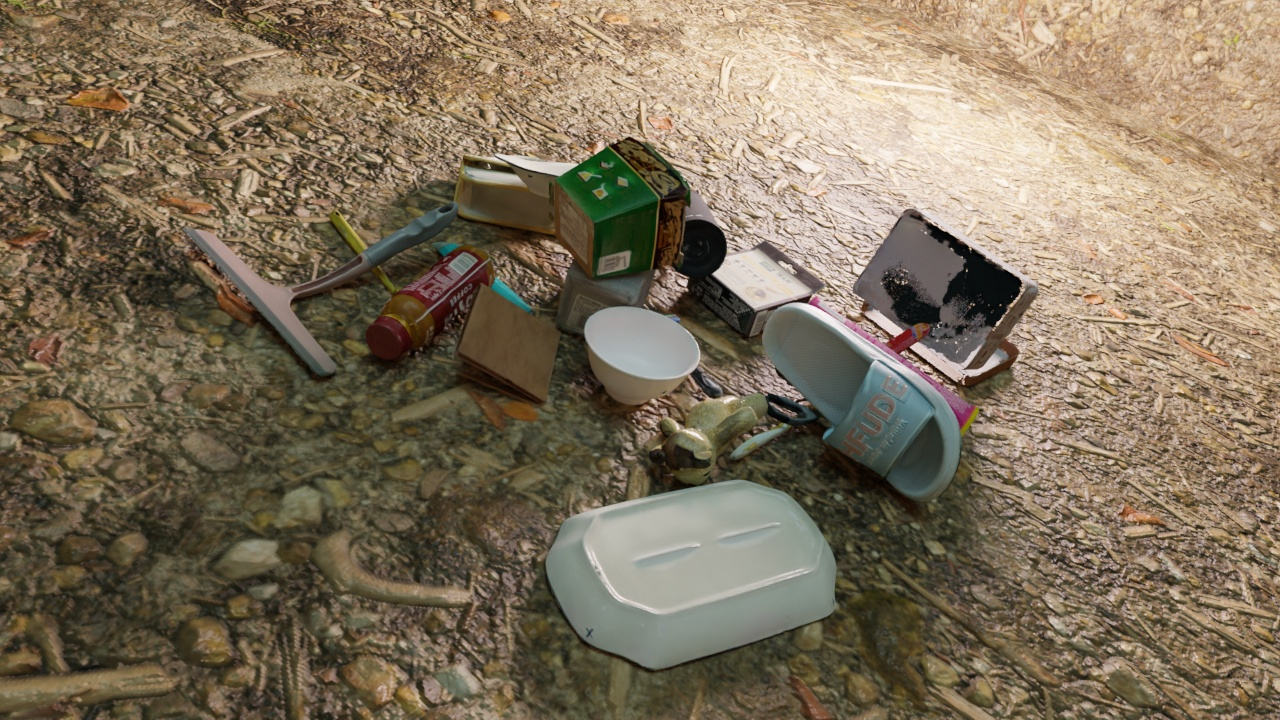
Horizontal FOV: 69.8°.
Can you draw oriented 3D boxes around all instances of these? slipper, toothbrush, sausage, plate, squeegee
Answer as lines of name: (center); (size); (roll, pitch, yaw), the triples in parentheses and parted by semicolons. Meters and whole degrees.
slipper: (0.211, 0.037, 0.908); (0.245, 0.104, 0.074); (45, 37, 21)
toothbrush: (-0.295, -0.113, 0.999); (0.015, 0.017, 0.190); (-15, 47, -37)
sausage: (0.275, -0.005, 1.048); (0.155, 0.020, 0.020); (-32, 54, -16)
plate: (0.053, 0.161, 0.764); (0.265, 0.034, 0.162); (-6, 42, -30)
squeegee: (-0.291, -0.105, 0.954); (0.248, 0.040, 0.247); (-33, 61, -31)
toothbrush: (0.149, 0.064, 0.951); (0.190, 0.016, 0.018); (-23, 69, -43)
plate: (-0.075, -0.207, 1.076); (0.164, 0.034, 0.164); (25, 21, 38)

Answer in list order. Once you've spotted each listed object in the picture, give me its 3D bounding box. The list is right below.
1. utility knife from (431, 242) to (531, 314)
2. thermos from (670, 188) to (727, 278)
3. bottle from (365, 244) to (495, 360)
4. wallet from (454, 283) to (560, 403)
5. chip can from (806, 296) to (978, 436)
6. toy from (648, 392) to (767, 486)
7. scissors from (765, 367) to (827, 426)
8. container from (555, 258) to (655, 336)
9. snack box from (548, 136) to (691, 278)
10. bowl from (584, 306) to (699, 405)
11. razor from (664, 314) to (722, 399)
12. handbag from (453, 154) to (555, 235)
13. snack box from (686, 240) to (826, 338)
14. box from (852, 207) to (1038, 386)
utility knife: (-0.176, -0.091, 1.026); (0.157, 0.013, 0.029); (39, 43, 23)
thermos: (0.049, -0.159, 1.131); (0.090, 0.068, 0.242); (-25, 18, 6)
bottle: (-0.211, -0.059, 0.927); (0.057, 0.058, 0.174); (24, 36, 9)
wallet: (-0.130, -0.018, 0.914); (0.101, 0.020, 0.115); (32, 34, -19)
chip can: (0.253, 0.018, 0.988); (0.210, 0.072, 0.071); (37, 39, 13)
toy: (0.071, 0.068, 0.884); (0.105, 0.066, 0.156); (0, 19, 34)
scissors: (0.201, 0.059, 0.967); (0.175, 0.014, 0.159); (0, 49, -33)
container: (-0.037, -0.083, 1.010); (0.090, 0.090, 0.114); (18, 38, 1)
snack box: (-0.025, -0.148, 0.948); (0.105, 0.118, 0.117); (-25, 55, -23)
bowl: (-0.005, 0.005, 0.924); (0.118, 0.065, 0.118); (12, 35, -9)
razor: (0.050, -0.002, 0.993); (0.042, 0.022, 0.142); (-10, 42, -26)
handbag: (-0.155, -0.236, 1.194); (0.163, 0.063, 0.178); (9, 33, -14)
snack box: (0.141, -0.090, 1.124); (0.125, 0.053, 0.113); (-15, 46, -38)
box: (0.394, -0.074, 1.151); (0.183, 0.157, 0.192); (43, 26, 27)
